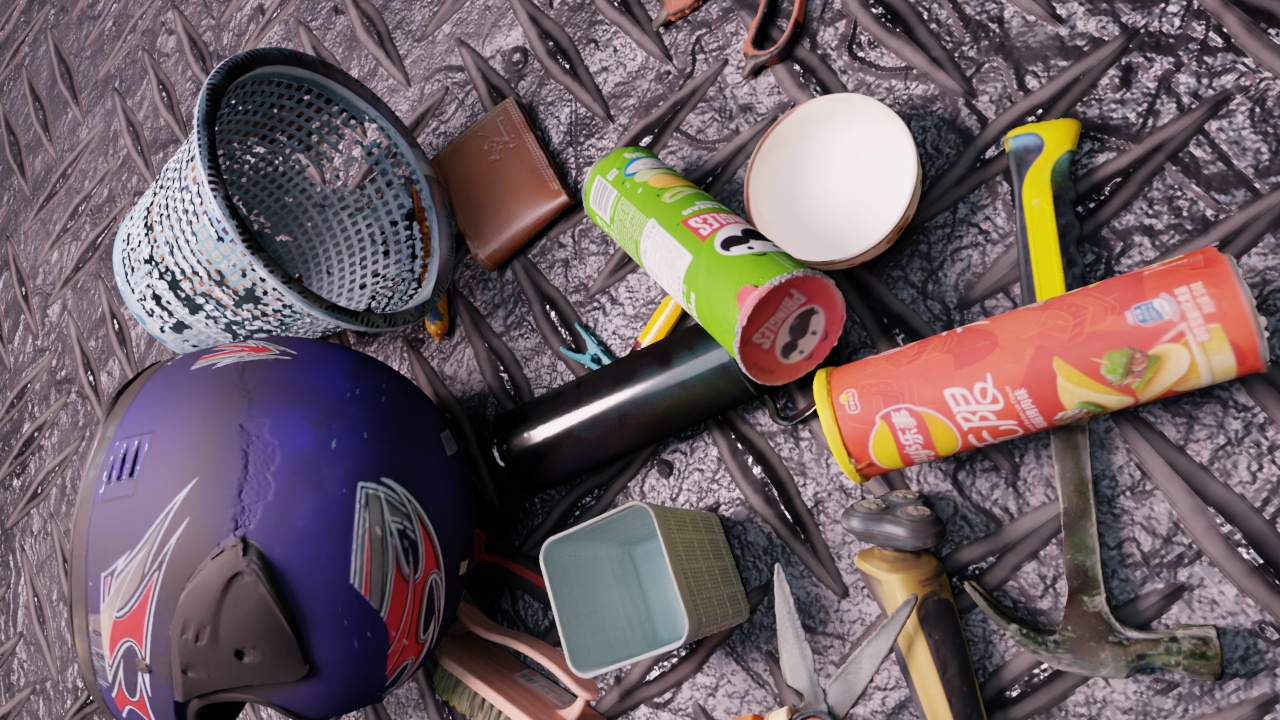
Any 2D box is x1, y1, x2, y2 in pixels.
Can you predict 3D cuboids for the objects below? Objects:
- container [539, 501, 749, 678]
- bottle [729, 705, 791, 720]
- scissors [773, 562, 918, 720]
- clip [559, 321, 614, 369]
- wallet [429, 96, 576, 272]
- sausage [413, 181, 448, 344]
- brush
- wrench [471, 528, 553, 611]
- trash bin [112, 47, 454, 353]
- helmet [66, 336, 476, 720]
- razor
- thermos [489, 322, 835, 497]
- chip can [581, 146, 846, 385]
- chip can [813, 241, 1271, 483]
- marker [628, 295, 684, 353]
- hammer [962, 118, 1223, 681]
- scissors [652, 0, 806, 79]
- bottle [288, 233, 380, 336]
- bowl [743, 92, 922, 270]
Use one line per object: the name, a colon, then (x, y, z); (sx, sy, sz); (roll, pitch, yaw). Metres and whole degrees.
container: (0.008, 0.147, 0.604); (0.090, 0.111, 0.090); (-27, 70, 24)
bottle: (0.056, 0.260, 0.590); (0.150, 0.066, 0.066); (-27, 69, 15)
scissors: (0.100, 0.236, 0.541); (0.221, 0.021, 0.229); (-38, 94, 10)
clip: (-0.039, -0.005, 0.715); (0.055, 0.013, 0.038); (40, 103, 31)
wallet: (-0.117, -0.150, 0.776); (0.101, 0.032, 0.124); (-36, 66, 17)
sausage: (-0.185, -0.093, 0.810); (0.021, 0.021, 0.165); (-17, 74, 27)
brush: (-0.095, 0.237, 0.679); (0.146, 0.063, 0.073); (23, 97, 33)
wrench: (-0.117, 0.162, 0.730); (0.274, 0.016, 0.056); (13, 92, 32)
trash bin: (-0.296, -0.098, 0.728); (0.196, 0.226, 0.226); (-22, 71, 30)
helmet: (-0.244, 0.141, 0.664); (0.240, 0.246, 0.316); (12, 113, -1)
razor: (0.171, 0.159, 0.542); (0.068, 0.062, 0.167); (-38, 65, 61)
thermos: (0.015, 0.033, 0.644); (0.243, 0.068, 0.090); (-24, 92, 21)
chip can: (0.036, -0.073, 0.602); (0.072, 0.072, 0.236); (-54, 39, 11)
chip can: (0.208, 0.007, 0.499); (0.217, 0.073, 0.073); (-19, 72, 25)
marker: (-0.004, 0.004, 0.693); (0.018, 0.015, 0.124); (39, 104, 23)
hammer: (0.244, 0.016, 0.536); (0.126, 0.031, 0.323); (-7, 78, 28)
scissors: (0.094, -0.318, 0.690); (0.227, 0.015, 0.189); (-31, 67, 23)
bottle: (-0.318, -0.052, 0.860); (0.206, 0.059, 0.060); (-49, 62, 10)
bowl: (0.132, -0.111, 0.606); (0.114, 0.062, 0.113); (-5, 80, 28)
